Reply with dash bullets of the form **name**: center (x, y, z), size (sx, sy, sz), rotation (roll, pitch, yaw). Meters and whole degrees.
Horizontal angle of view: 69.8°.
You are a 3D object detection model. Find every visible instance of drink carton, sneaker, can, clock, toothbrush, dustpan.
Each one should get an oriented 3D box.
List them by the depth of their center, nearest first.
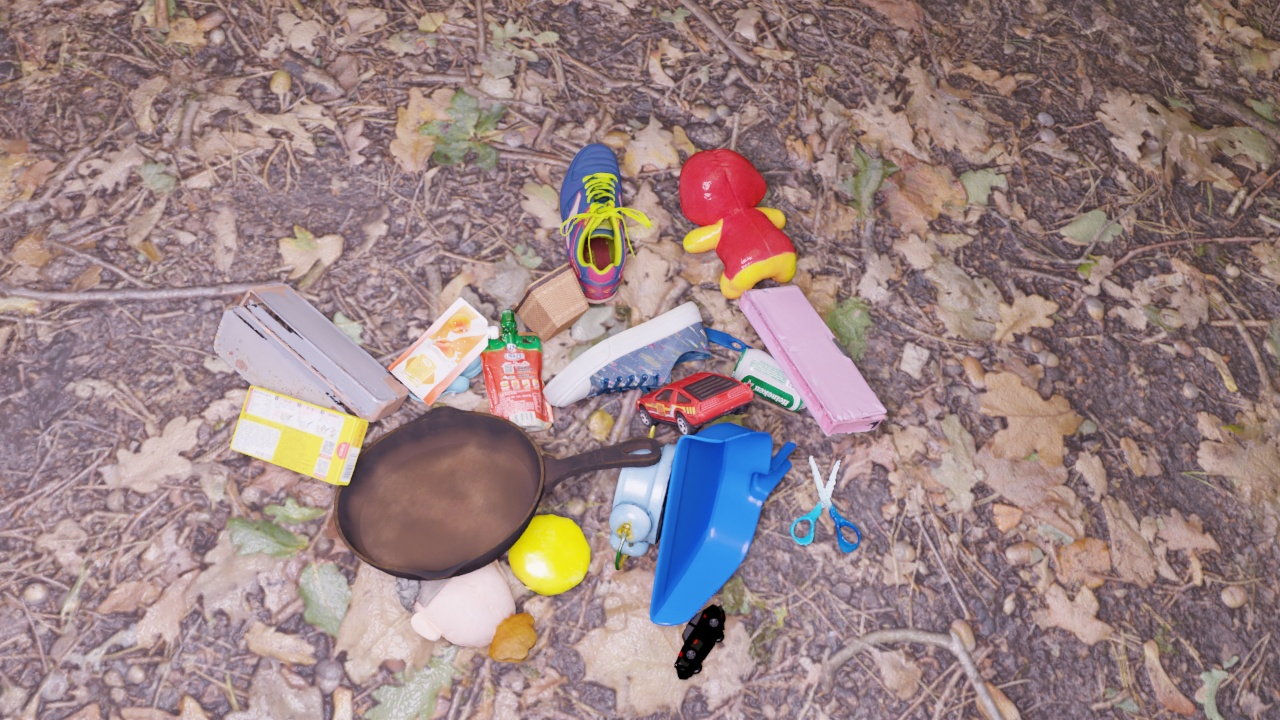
- **clock**: center (0.003, 0.164, 1.050), size (0.060, 0.118, 0.161), rotation (14, 58, 7)
- **dustpan**: center (0.109, 0.149, 1.062), size (0.059, 0.246, 0.256), rotation (19, 28, 23)
- **drink carton**: center (-0.229, -0.012, 1.081), size (0.069, 0.039, 0.122), rotation (41, 78, 8)
- **clock**: center (-0.237, 0.000, 1.119), size (0.087, 0.042, 0.123), rotation (38, 71, 6)
- **sneaker**: center (-0.007, 0.007, 1.134), size (0.235, 0.088, 0.079), rotation (-28, 82, -25)
- **can**: center (0.171, 0.025, 1.175), size (0.101, 0.053, 0.053), rotation (26, 65, 0)
- **toothbrush**: center (0.135, -0.015, 1.206), size (0.132, 0.016, 0.021), rotation (24, 60, -1)
- **sneaker**: center (-0.050, -0.197, 1.206), size (0.116, 0.091, 0.241), rotation (0, 66, -8)

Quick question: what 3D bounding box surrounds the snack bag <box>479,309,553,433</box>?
- **snack bag**: center (-0.151, 0.011, 1.114), size (0.087, 0.044, 0.155), rotation (-1, 73, -36)

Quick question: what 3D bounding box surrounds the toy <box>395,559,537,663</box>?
- **toy**: center (-0.185, 0.260, 0.996), size (0.176, 0.076, 0.132), rotation (43, 53, 11)

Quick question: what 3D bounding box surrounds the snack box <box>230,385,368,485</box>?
- **snack box**: center (-0.380, 0.082, 1.019), size (0.152, 0.025, 0.075), rotation (14, 84, 20)

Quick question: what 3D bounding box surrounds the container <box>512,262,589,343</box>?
- **container**: center (-0.109, -0.068, 1.135), size (0.063, 0.114, 0.061), rotation (-34, 90, -22)

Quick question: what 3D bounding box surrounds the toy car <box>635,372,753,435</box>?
- **toy car**: center (0.058, 0.047, 1.078), size (0.081, 0.190, 0.056), rotation (-21, 97, -21)

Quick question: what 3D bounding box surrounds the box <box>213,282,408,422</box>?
- **box**: center (-0.381, 0.003, 1.077), size (0.216, 0.095, 0.107), rotation (39, 44, 6)

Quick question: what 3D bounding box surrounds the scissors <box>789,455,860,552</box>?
- **scissors**: center (0.241, 0.181, 1.147), size (0.103, 0.015, 0.133), rotation (22, 61, 3)

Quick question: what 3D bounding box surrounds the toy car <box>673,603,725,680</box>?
- **toy car**: center (0.064, 0.317, 1.038), size (0.036, 0.042, 0.091), rotation (27, 63, 30)

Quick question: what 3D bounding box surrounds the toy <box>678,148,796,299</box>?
- **toy**: center (0.127, -0.196, 1.241), size (0.147, 0.099, 0.216), rotation (-19, 77, -26)

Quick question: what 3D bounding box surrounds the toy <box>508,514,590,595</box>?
- **toy**: center (-0.104, 0.220, 1.046), size (0.095, 0.041, 0.094), rotation (35, 61, 6)

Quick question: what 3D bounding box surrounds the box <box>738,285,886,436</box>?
- **box**: center (0.213, -0.007, 1.152), size (0.097, 0.046, 0.232), rotation (0, 46, -32)

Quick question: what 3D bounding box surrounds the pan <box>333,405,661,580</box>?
- **pan**: center (-0.152, 0.139, 1.008), size (0.356, 0.043, 0.248), rotation (-10, 41, -3)
